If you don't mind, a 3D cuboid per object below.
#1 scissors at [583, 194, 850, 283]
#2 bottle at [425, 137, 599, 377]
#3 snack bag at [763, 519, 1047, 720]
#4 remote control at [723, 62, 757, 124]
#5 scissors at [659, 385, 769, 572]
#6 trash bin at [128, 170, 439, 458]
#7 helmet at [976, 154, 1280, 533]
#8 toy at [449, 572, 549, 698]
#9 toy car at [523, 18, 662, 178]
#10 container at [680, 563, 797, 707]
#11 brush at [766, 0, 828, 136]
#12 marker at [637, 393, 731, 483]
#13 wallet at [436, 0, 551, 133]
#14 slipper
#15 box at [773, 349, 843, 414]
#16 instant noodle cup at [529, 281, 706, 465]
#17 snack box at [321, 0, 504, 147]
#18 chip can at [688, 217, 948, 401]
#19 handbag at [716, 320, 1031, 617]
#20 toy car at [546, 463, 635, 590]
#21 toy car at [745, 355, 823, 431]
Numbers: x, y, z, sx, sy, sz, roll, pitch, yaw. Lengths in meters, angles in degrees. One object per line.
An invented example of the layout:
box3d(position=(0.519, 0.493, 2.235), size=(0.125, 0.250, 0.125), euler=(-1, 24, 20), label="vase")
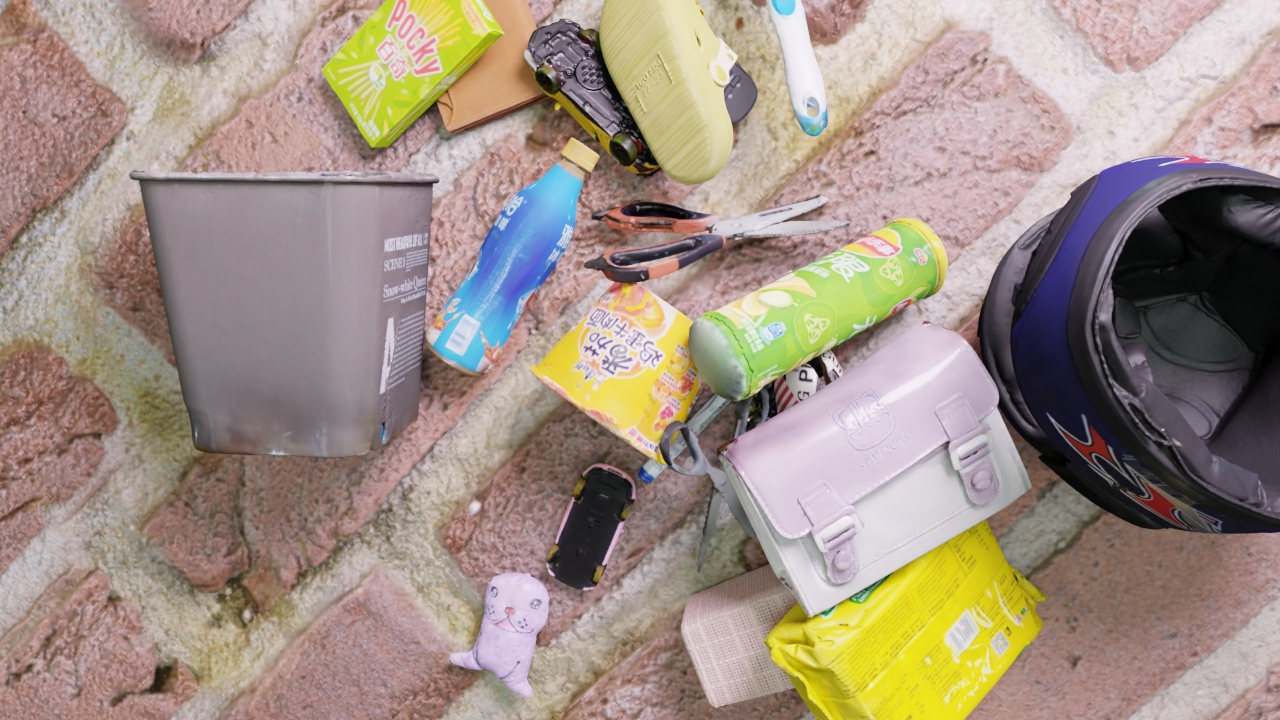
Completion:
box3d(position=(0.055, -0.109, 0.766), size=(0.222, 0.189, 0.015), euler=(17, 132, 28), label="scissors")
box3d(position=(-0.106, -0.091, 0.792), size=(0.065, 0.065, 0.219), euler=(32, 96, 2), label="bottle")
box3d(position=(0.224, 0.216, 0.737), size=(0.245, 0.068, 0.158), euler=(-37, 100, -25), label="snack bag")
box3d(position=(0.040, -0.253, 0.786), size=(0.136, 0.024, 0.053), euler=(38, 98, 2), label="remote control")
box3d(position=(0.068, 0.096, 0.768), size=(0.014, 0.181, 0.159), euler=(32, 84, 46), label="scissors")
box3d(position=(-0.273, -0.047, 0.753), size=(0.199, 0.198, 0.220), euler=(1, 101, 6), label="trash bin")
box3d(position=(0.368, -0.014, 0.661), size=(0.315, 0.240, 0.247), euler=(27, 91, -16), label="helmet")
box3d(position=(-0.121, 0.242, 0.833), size=(0.084, 0.039, 0.108), euler=(19, 97, 9), label="toy")
box3d(position=(-0.031, -0.225, 0.781), size=(0.156, 0.041, 0.071), euler=(42, 69, -3), label="toy car")
box3d(position=(0.100, 0.235, 0.791), size=(0.111, 0.090, 0.090), euler=(-21, 93, 9), label="container")
box3d(position=(0.100, -0.325, 0.733), size=(0.060, 0.109, 0.314), euler=(-13, 93, 3), label="brush")
box3d(position=(0.052, 0.055, 0.814), size=(0.017, 0.017, 0.146), euler=(44, 97, 0), label="marker")
box3d(position=(-0.142, -0.276, 0.798), size=(0.108, 0.031, 0.132), euler=(-19, 91, 5), label="wallet")
box3d(position=(0.032, -0.231, 0.742), size=(0.092, 0.081, 0.190), euler=(-29, 78, 45), label="slipper")
box3d(position=(0.168, 0.064, 0.767), size=(0.081, 0.075, 0.163), euler=(-20, 107, -19), label="box")
box3d(position=(-0.005, 0.004, 0.762), size=(0.138, 0.138, 0.110), euler=(36, 88, 1), label="instant noodle cup")
box3d(position=(-0.195, -0.261, 0.779), size=(0.157, 0.026, 0.086), euler=(-34, 87, 25), label="snack box")
box3d(position=(0.140, -0.042, 0.723), size=(0.220, 0.073, 0.072), euler=(-27, 92, -23), label="chip can")
box3d(position=(0.174, 0.080, 0.693), size=(0.197, 0.098, 0.145), euler=(-30, 104, -4), label="handbag")
box3d(position=(-0.044, 0.148, 0.822), size=(0.056, 0.037, 0.122), euler=(25, 109, 5), label="toy car")
box3d(position=(0.122, 0.022, 0.794), size=(0.048, 0.032, 0.105), euler=(27, 98, -20), label="toy car")
